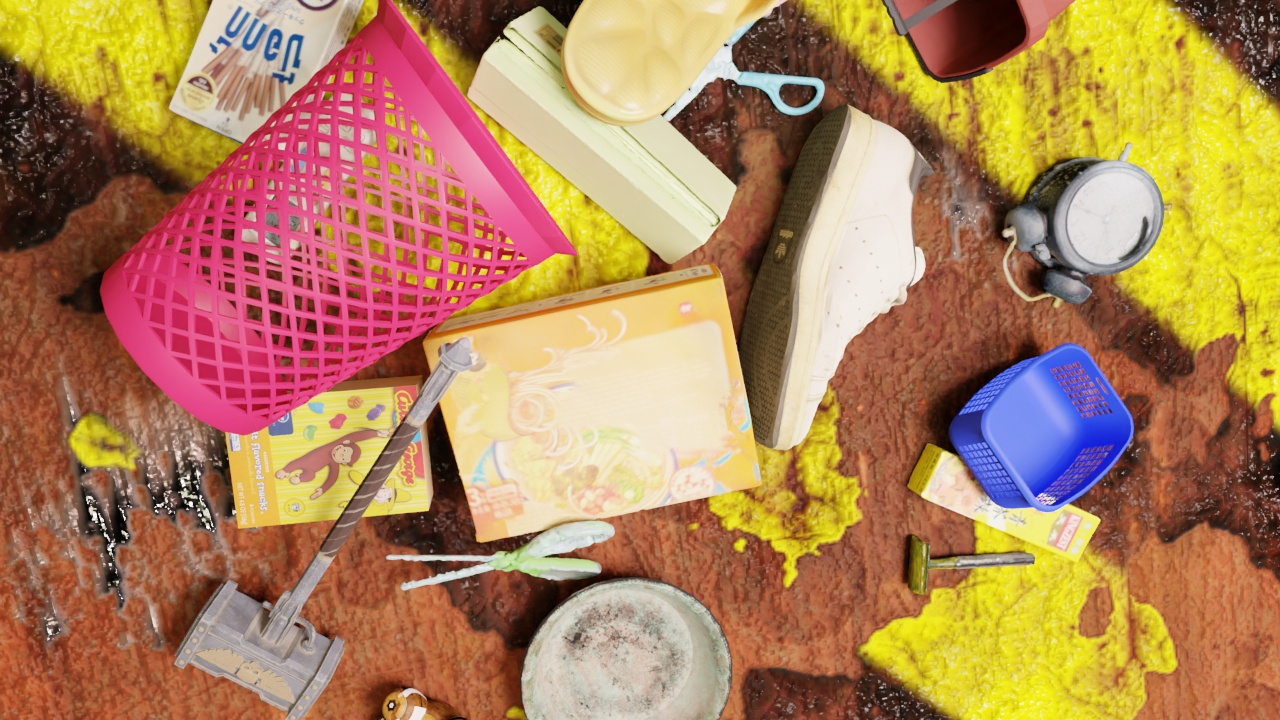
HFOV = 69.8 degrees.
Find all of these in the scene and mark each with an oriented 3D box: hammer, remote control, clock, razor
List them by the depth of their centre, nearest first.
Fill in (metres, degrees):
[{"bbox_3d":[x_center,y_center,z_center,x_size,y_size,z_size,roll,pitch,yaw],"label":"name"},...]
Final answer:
[{"bbox_3d":[-0.191,0.107,0.592,0.098,0.044,0.323,33,113,-11],"label":"hammer"},{"bbox_3d":[-0.222,-0.122,0.618,0.038,0.018,0.125,36,94,-11],"label":"remote control"},{"bbox_3d":[0.323,-0.097,0.679,0.129,0.052,0.090,-40,102,4],"label":"clock"},{"bbox_3d":[0.263,0.159,0.727,0.106,0.026,0.042,0,97,-12],"label":"razor"}]

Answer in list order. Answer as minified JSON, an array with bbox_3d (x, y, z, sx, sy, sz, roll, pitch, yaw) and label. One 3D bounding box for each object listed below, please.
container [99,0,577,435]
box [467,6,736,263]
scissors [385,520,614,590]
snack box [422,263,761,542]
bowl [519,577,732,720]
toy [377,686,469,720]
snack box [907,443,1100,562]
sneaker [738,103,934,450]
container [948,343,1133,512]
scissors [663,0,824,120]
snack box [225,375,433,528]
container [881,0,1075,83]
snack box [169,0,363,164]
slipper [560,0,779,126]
[{"bbox_3d":[-0.183,-0.072,0.549,0.226,0.183,0.183,-36,102,2],"label":"container"},{"bbox_3d":[-0.024,-0.147,0.613,0.188,0.077,0.089,41,91,-11],"label":"box"},{"bbox_3d":[-0.090,0.135,0.630,0.171,0.169,0.023,11,62,-39],"label":"scissors"},{"bbox_3d":[-0.029,0.027,0.623,0.195,0.080,0.145,-12,105,2],"label":"snack box"},{"bbox_3d":[-0.012,0.232,0.692,0.157,0.038,0.157,-1,99,-7],"label":"bowl"},{"bbox_3d":[-0.165,0.302,0.671,0.087,0.067,0.112,23,83,14],"label":"toy"},{"bbox_3d":[0.284,0.111,0.717,0.148,0.029,0.040,23,96,-11],"label":"snack box"},{"bbox_3d":[0.143,-0.050,0.650,0.102,0.089,0.241,14,93,-18],"label":"sneaker"},{"bbox_3d":[0.291,0.051,0.677,0.114,0.058,0.096,-35,90,-19],"label":"container"},{"bbox_3d":[0.076,-0.207,0.649,0.125,0.015,0.136,42,98,-10],"label":"scissors"},{"bbox_3d":[-0.213,0.062,0.637,0.125,0.040,0.088,-4,100,-7],"label":"snack box"},{"bbox_3d":[0.202,-0.259,0.596,0.200,0.127,0.148,-33,102,-12],"label":"container"},{"bbox_3d":[-0.233,-0.211,0.589,0.082,0.026,0.150,26,95,2],"label":"snack box"},{"bbox_3d":[0.051,-0.256,0.557,0.099,0.078,0.263,40,85,-9],"label":"slipper"}]
